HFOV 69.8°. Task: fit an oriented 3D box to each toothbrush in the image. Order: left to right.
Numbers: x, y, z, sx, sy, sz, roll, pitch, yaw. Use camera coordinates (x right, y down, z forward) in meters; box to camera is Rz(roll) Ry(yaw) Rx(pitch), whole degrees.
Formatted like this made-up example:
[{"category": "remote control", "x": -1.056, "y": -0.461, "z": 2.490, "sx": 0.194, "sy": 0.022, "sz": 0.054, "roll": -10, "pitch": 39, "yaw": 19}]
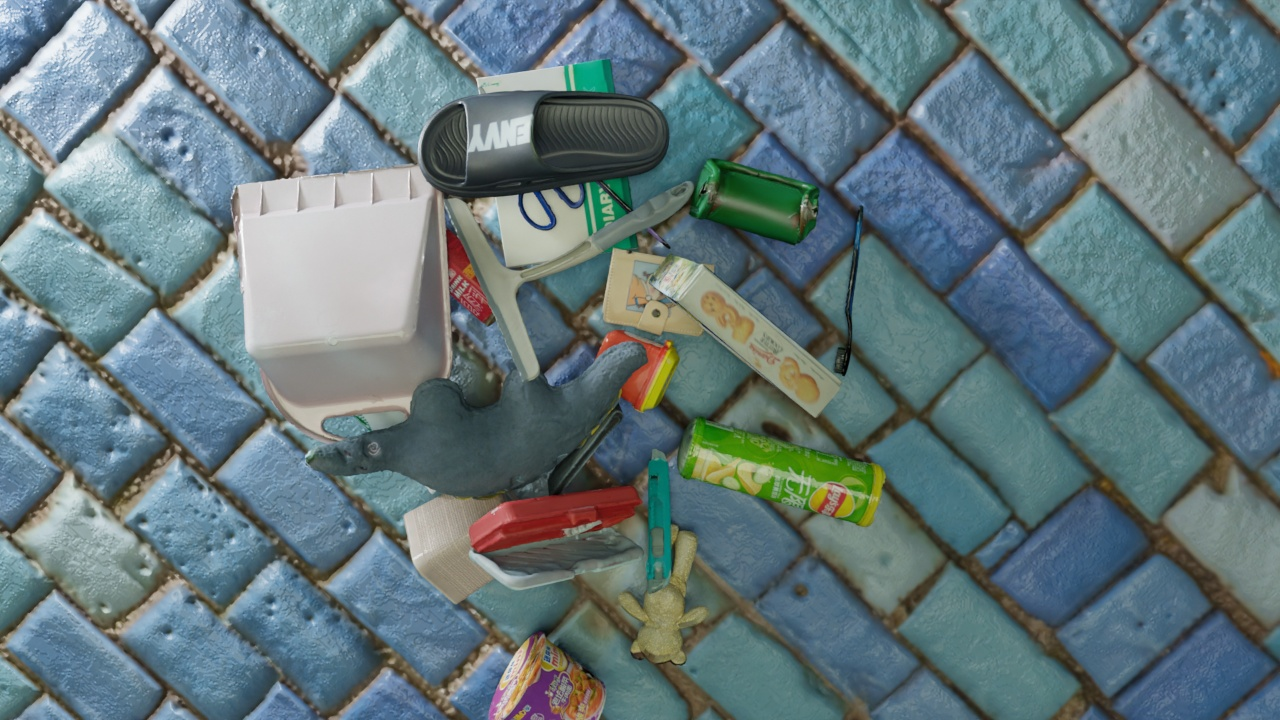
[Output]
[{"category": "toothbrush", "x": -0.035, "y": -0.188, "z": 1.002, "sx": 0.189, "sy": 0.014, "sz": 0.016, "roll": 42, "pitch": 80, "yaw": -4}, {"category": "toothbrush", "x": 0.231, "y": -0.077, "z": 1.016, "sx": 0.016, "sy": 0.014, "sz": 0.189, "roll": 7, "pitch": 96, "yaw": 25}]

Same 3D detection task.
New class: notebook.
[{"category": "notebook", "x": -0.091, "y": -0.216, "z": 1.012, "sx": 0.150, "sy": 0.012, "sz": 0.209, "roll": -8, "pitch": 95, "yaw": 1}]

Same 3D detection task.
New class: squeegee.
[{"category": "squeegee", "x": -0.053, "y": -0.124, "z": 0.964, "sx": 0.246, "sy": 0.039, "sz": 0.246, "roll": -27, "pitch": 64, "yaw": -2}]

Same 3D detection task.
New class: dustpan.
[{"category": "dustpan", "x": -0.310, "y": -0.057, "z": 0.976, "sx": 0.222, "sy": 0.139, "sz": 0.273, "roll": -4, "pitch": 64, "yaw": 1}]

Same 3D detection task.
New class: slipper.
[{"category": "slipper", "x": -0.096, "y": -0.237, "z": 0.947, "sx": 0.268, "sy": 0.083, "sz": 0.110, "roll": -7, "pitch": 85, "yaw": -11}]

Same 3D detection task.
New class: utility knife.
[{"category": "utility knife", "x": 0.019, "y": 0.177, "z": 1.023, "sx": 0.029, "sy": 0.013, "sz": 0.161, "roll": -2, "pitch": 73, "yaw": 5}]

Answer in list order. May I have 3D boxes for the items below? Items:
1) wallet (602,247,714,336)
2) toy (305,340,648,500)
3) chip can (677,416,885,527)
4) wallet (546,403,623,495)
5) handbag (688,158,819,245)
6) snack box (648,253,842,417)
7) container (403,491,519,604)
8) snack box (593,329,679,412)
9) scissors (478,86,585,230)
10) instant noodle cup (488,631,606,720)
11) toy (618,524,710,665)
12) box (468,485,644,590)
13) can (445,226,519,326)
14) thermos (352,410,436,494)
[{"category": "wallet", "x": 0.019, "y": -0.072, "z": 1.016, "sx": 0.115, "sy": 0.024, "sz": 0.087, "roll": 9, "pitch": 94, "yaw": -6}, {"category": "toy", "x": -0.156, "y": 0.076, "z": 0.945, "sx": 0.356, "sy": 0.091, "sz": 0.138, "roll": -15, "pitch": 129, "yaw": -3}, {"category": "chip can", "x": 0.150, "y": 0.121, "z": 1.008, "sx": 0.221, "sy": 0.072, "sz": 0.072, "roll": 16, "pitch": 96, "yaw": 0}, {"category": "wallet", "x": -0.063, "y": 0.090, "z": 0.999, "sx": 0.019, "sy": 0.097, "sz": 0.121, "roll": 37, "pitch": 96, "yaw": -12}, {"category": "handbag", "x": 0.121, "y": -0.166, "z": 0.957, "sx": 0.131, "sy": 0.120, "sz": 0.068, "roll": 15, "pitch": 101, "yaw": -2}, {"category": "snack box", "x": 0.099, "y": -0.032, "z": 0.926, "sx": 0.178, "sy": 0.182, "sz": 0.046, "roll": 39, "pitch": 94, "yaw": -11}, {"category": "container", "x": -0.184, "y": 0.190, "z": 1.008, "sx": 0.111, "sy": 0.090, "sz": 0.090, "roll": -31, "pitch": 131, "yaw": 1}, {"category": "snack box", "x": -0.006, "y": 0.006, "z": 0.995, "sx": 0.080, "sy": 0.091, "sz": 0.082, "roll": 26, "pitch": 96, "yaw": 6}, {"category": "scissors", "x": -0.138, "y": -0.215, "z": 1.000, "sx": 0.173, "sy": 0.012, "sz": 0.128, "roll": 25, "pitch": 96, "yaw": 0}, {"category": "instant noodle cup", "x": -0.100, "y": 0.378, "z": 1.030, "sx": 0.099, "sy": 0.111, "sz": 0.111, "roll": 35, "pitch": 96, "yaw": -10}, {"category": "toy", "x": 0.030, "y": 0.264, "z": 1.036, "sx": 0.105, "sy": 0.066, "sz": 0.157, "roll": 9, "pitch": 90, "yaw": 10}, {"category": "box", "x": -0.079, "y": 0.194, "z": 0.960, "sx": 0.095, "sy": 0.201, "sz": 0.091, "roll": -36, "pitch": 67, "yaw": 35}, {"category": "can", "x": -0.200, "y": -0.100, "z": 1.006, "sx": 0.133, "sy": 0.053, "sz": 0.053, "roll": 41, "pitch": 95, "yaw": -3}, {"category": "thermos", "x": -0.289, "y": 0.049, "z": 1.017, "sx": 0.224, "sy": 0.073, "sz": 0.073, "roll": 45, "pitch": 95, "yaw": -2}]
